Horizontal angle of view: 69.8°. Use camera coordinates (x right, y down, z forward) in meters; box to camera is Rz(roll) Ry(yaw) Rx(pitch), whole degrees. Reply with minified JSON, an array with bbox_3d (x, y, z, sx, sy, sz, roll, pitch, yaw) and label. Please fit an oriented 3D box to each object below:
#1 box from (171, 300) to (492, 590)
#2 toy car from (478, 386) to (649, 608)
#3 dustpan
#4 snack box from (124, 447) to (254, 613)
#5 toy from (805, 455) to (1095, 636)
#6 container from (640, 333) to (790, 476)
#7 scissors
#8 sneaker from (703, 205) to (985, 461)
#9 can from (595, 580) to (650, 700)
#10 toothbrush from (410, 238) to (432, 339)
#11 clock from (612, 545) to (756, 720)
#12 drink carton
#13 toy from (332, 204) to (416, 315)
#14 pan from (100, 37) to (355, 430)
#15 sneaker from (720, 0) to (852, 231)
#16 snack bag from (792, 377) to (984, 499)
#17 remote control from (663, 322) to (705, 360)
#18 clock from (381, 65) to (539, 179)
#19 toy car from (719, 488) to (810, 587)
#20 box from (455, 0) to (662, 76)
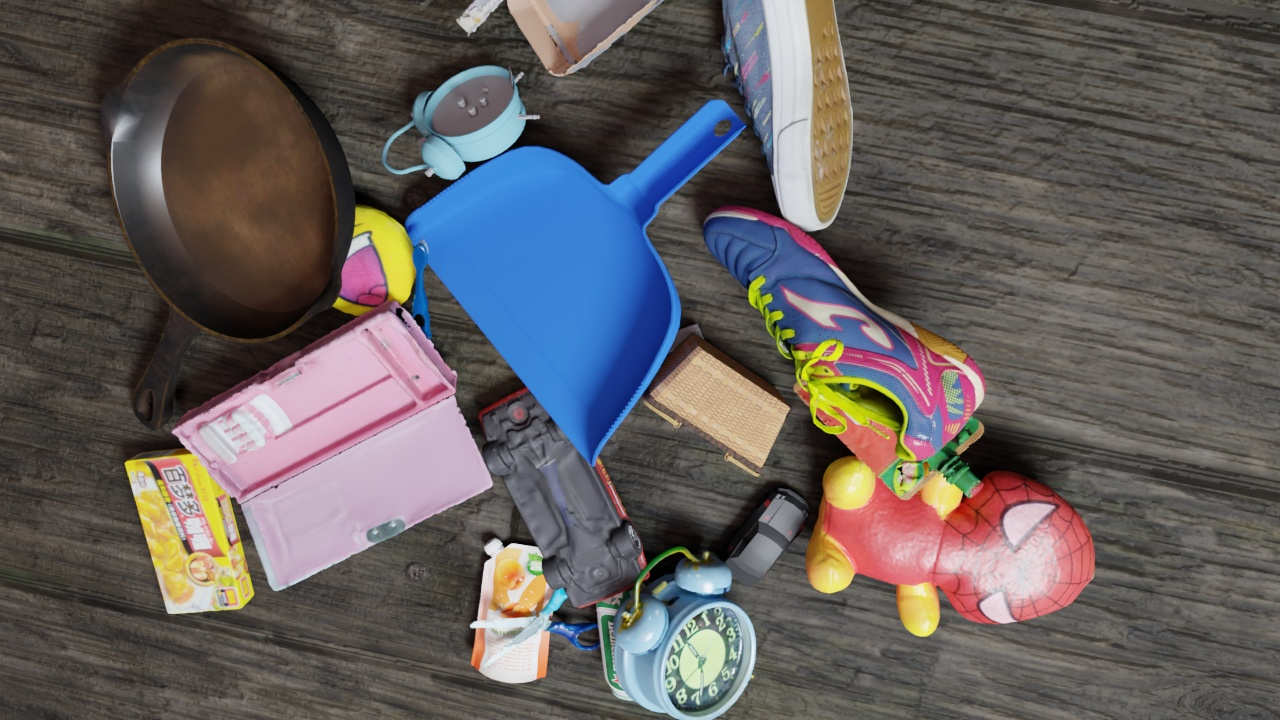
[{"bbox_3d":[-0.253,0.071,0.769,0.233,0.059,0.179,-25,100,13],"label":"box"},{"bbox_3d":[-0.063,0.111,0.764,0.082,0.056,0.189,-26,89,13],"label":"toy car"},{"bbox_3d":[-0.024,-0.093,0.693,0.258,0.059,0.245,-41,81,8],"label":"dustpan"},{"bbox_3d":[-0.406,0.153,0.829,0.075,0.025,0.152,-6,104,7],"label":"snack box"},{"bbox_3d":[0.245,0.140,0.726,0.216,0.098,0.148,11,115,4],"label":"toy"},{"bbox_3d":[0.062,0.032,0.729,0.114,0.063,0.061,33,101,-11],"label":"container"},{"bbox_3d":[-0.081,0.237,0.804,0.132,0.015,0.110,-36,111,-13],"label":"scissors"},{"bbox_3d":[0.124,-0.023,0.656,0.242,0.116,0.091,39,75,22],"label":"sneaker"},{"bbox_3d":[-0.009,0.239,0.798,0.053,0.053,0.101,-4,104,6],"label":"can"},{"bbox_3d":[-0.180,-0.040,0.746,0.021,0.016,0.133,9,127,-5],"label":"toothbrush"},{"bbox_3d":[0.034,0.225,0.757,0.117,0.060,0.162,-35,114,-27],"label":"clock"},{"bbox_3d":[-0.111,0.220,0.817,0.069,0.039,0.122,9,99,1],"label":"drink carton"},{"bbox_3d":[-0.226,-0.081,0.742,0.096,0.041,0.094,-31,104,21],"label":"toy"},{"bbox_3d":[-0.343,-0.081,0.739,0.249,0.043,0.357,38,118,8],"label":"pan"},{"bbox_3d":[0.099,-0.211,0.670,0.079,0.087,0.235,0,106,34],"label":"sneaker"},{"bbox_3d":[0.193,0.048,0.693,0.087,0.044,0.155,-36,58,-14],"label":"snack bag"},{"bbox_3d":[-0.004,0.004,0.759,0.125,0.010,0.039,-24,101,11],"label":"remote control"},{"bbox_3d":[-0.141,-0.178,0.691,0.123,0.087,0.042,-24,143,5],"label":"clock"},{"bbox_3d":[0.105,0.150,0.773,0.042,0.036,0.092,35,105,-4],"label":"toy car"},{"bbox_3d":[-0.014,-0.273,0.611,0.107,0.094,0.217,35,139,-29],"label":"box"}]
